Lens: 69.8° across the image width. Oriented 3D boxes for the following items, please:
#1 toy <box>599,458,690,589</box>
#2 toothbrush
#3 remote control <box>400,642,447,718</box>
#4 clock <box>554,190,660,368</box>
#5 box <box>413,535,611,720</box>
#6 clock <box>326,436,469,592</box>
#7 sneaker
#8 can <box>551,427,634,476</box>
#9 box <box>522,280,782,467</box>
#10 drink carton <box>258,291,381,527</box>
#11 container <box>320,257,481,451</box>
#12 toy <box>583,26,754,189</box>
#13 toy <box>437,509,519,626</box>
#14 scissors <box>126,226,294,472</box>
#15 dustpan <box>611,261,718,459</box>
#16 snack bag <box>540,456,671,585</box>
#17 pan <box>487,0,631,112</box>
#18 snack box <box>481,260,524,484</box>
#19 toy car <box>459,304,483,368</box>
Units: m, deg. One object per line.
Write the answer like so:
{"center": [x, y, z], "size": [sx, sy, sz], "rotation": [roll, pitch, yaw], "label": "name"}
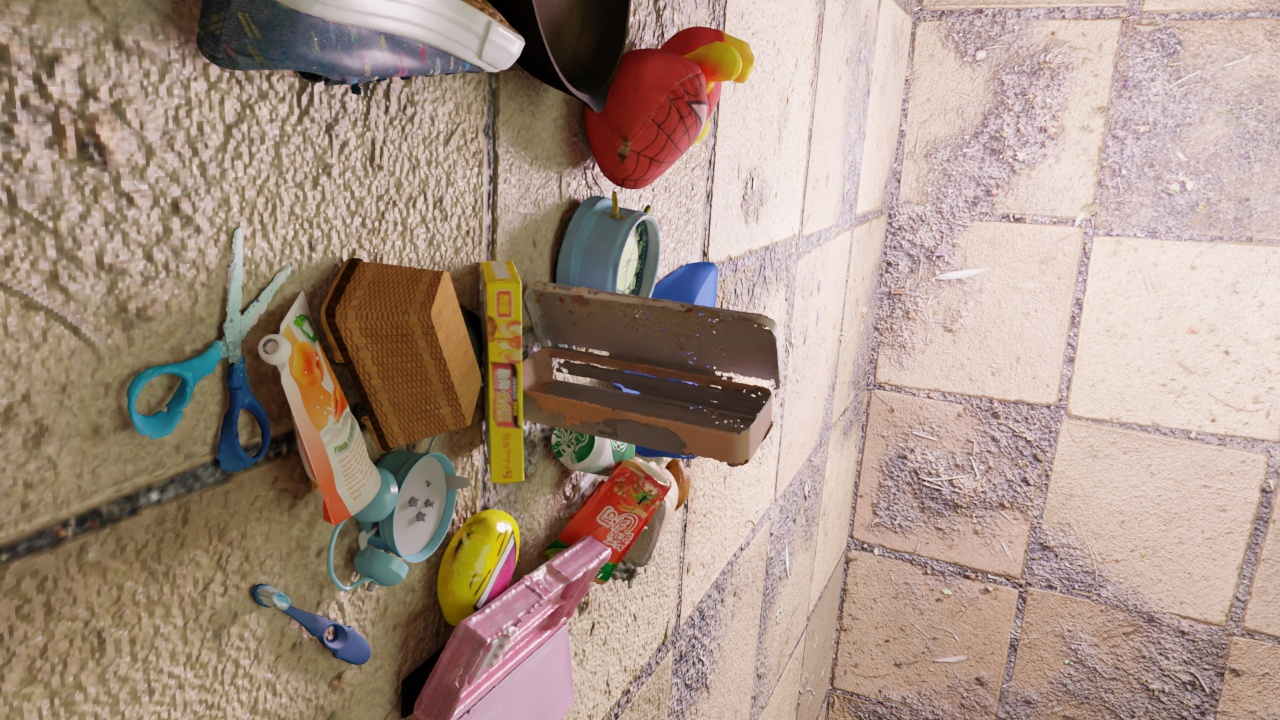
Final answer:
{"center": [0.002, 0.156, 0.977], "size": [0.175, 0.076, 0.133], "rotation": [-27, 141, -57], "label": "toy"}
{"center": [-0.199, 0.167, 0.571], "size": [0.021, 0.016, 0.132], "rotation": [-66, 153, -27], "label": "toothbrush"}
{"center": [-0.150, 0.240, 0.726], "size": [0.124, 0.010, 0.039], "rotation": [-20, 117, -65], "label": "remote control"}
{"center": [-0.031, -0.070, 0.829], "size": [0.118, 0.060, 0.162], "rotation": [-12, 114, -68], "label": "clock"}
{"center": [-0.104, 0.252, 0.759], "size": [0.232, 0.059, 0.179], "rotation": [-14, 118, -70], "label": "box"}
{"center": [-0.161, 0.104, 0.602], "size": [0.122, 0.042, 0.087], "rotation": [-45, 139, -58], "label": "clock"}
{"center": [-0.148, -0.185, 0.500], "size": [0.079, 0.087, 0.235], "rotation": [-50, 171, 20], "label": "sneaker"}
{"center": [-0.043, 0.081, 0.866], "size": [0.101, 0.053, 0.053], "rotation": [30, 71, -67], "label": "can"}
{"center": [-0.005, 0.017, 0.718], "size": [0.107, 0.216, 0.094], "rotation": [-66, 152, -28], "label": "box"}
{"center": [-0.183, 0.027, 0.522], "size": [0.069, 0.039, 0.122], "rotation": [-96, 178, -60], "label": "drink carton"}
{"center": [-0.140, -0.004, 0.559], "size": [0.063, 0.061, 0.114], "rotation": [-86, 170, -50], "label": "container"}
{"center": [0.021, -0.231, 0.830], "size": [0.215, 0.099, 0.148], "rotation": [-49, 172, -51], "label": "toy"}
{"center": [-0.125, 0.162, 0.716], "size": [0.094, 0.041, 0.095], "rotation": [76, 35, -53], "label": "toy"}
{"center": [-0.211, -0.001, 0.483], "size": [0.110, 0.015, 0.132], "rotation": [71, 30, -47], "label": "scissors"}
{"center": [0.026, 0.020, 1.005], "size": [0.257, 0.059, 0.246], "rotation": [-34, 131, -74], "label": "dustpan"}
{"center": [-0.037, 0.163, 0.874], "size": [0.087, 0.044, 0.155], "rotation": [34, 98, -38], "label": "snack bag"}
{"center": [-0.040, -0.332, 0.709], "size": [0.355, 0.043, 0.249], "rotation": [-57, 148, -58], "label": "pan"}
{"center": [-0.102, 0.007, 0.679], "size": [0.075, 0.025, 0.152], "rotation": [-124, -147, -68], "label": "snack box"}
{"center": [-0.133, 0.006, 0.637], "size": [0.042, 0.036, 0.091], "rotation": [34, 67, -66], "label": "toy car"}
